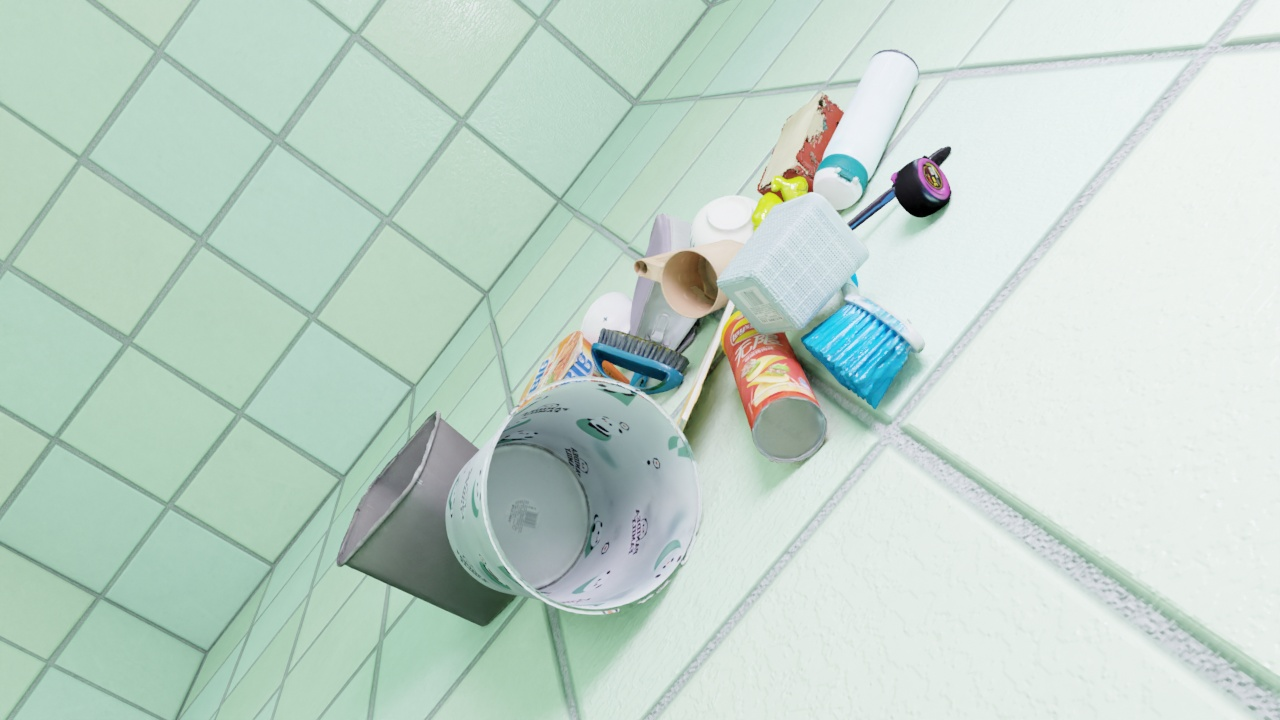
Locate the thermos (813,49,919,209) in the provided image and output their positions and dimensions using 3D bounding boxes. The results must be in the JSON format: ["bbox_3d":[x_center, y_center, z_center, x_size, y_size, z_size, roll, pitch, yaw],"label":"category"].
[{"bbox_3d":[0.276,-0.283,1.136,0.073,0.073,0.223,-20,38,60],"label":"thermos"}]

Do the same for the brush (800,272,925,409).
[{"bbox_3d":[0.202,-0.047,0.907,0.109,0.060,0.314,-45,16,5],"label":"brush"}]

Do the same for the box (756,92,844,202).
[{"bbox_3d":[0.222,-0.290,1.263,0.092,0.077,0.167,-31,29,51],"label":"box"}]

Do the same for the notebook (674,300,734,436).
[{"bbox_3d":[0.069,0.022,1.074,0.146,0.010,0.205,110,-176,-57],"label":"notebook"}]

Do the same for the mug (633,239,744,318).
[{"bbox_3d":[0.071,-0.110,1.145,0.103,0.125,0.084,-23,-52,-51],"label":"mug"}]

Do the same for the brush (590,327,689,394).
[{"bbox_3d":[-0.007,0.007,1.222,0.144,0.055,0.073,18,75,29],"label":"brush"}]

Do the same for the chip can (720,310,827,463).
[{"bbox_3d":[0.130,0.019,0.921,0.073,0.073,0.216,-47,20,17],"label":"chip can"}]

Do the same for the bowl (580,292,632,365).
[{"bbox_3d":[-0.026,-0.039,1.392,0.065,0.118,0.118,22,73,42],"label":"bowl"}]

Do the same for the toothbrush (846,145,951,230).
[{"bbox_3d":[0.260,-0.171,1.003,0.190,0.014,0.016,-39,19,10],"label":"toothbrush"}]

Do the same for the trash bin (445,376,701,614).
[{"bbox_3d":[-0.094,0.156,0.992,0.229,0.229,0.253,-61,15,-25],"label":"trash bin"}]

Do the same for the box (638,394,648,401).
[{"bbox_3d":[-0.065,0.126,1.240,0.201,0.047,0.087,-58,18,-13],"label":"box"}]

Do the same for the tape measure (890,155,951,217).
[{"bbox_3d":[0.282,-0.173,0.926,0.057,0.057,0.039,-38,2,-43],"label":"tape measure"}]

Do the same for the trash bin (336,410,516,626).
[{"bbox_3d":[-0.256,0.225,1.246,0.199,0.219,0.198,-46,20,18],"label":"trash bin"}]

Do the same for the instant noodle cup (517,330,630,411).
[{"bbox_3d":[-0.091,0.048,1.343,0.152,0.111,0.151,-46,19,21],"label":"instant noodle cup"}]

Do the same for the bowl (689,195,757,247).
[{"bbox_3d":[0.120,-0.175,1.215,0.116,0.066,0.116,-6,57,9],"label":"bowl"}]

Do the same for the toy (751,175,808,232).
[{"bbox_3d":[0.181,-0.188,1.175,0.100,0.096,0.031,-26,-4,-13],"label":"toy"}]

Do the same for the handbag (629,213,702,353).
[{"bbox_3d":[0.043,-0.105,1.324,0.196,0.098,0.145,-88,23,-59],"label":"handbag"}]

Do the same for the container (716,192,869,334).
[{"bbox_3d":[0.147,-0.090,0.905,0.111,0.090,0.090,-49,16,-18],"label":"container"}]

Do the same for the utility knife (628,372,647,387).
[{"bbox_3d":[0.014,-0.010,1.348,0.034,0.018,0.185,-45,16,44],"label":"utility knife"}]
